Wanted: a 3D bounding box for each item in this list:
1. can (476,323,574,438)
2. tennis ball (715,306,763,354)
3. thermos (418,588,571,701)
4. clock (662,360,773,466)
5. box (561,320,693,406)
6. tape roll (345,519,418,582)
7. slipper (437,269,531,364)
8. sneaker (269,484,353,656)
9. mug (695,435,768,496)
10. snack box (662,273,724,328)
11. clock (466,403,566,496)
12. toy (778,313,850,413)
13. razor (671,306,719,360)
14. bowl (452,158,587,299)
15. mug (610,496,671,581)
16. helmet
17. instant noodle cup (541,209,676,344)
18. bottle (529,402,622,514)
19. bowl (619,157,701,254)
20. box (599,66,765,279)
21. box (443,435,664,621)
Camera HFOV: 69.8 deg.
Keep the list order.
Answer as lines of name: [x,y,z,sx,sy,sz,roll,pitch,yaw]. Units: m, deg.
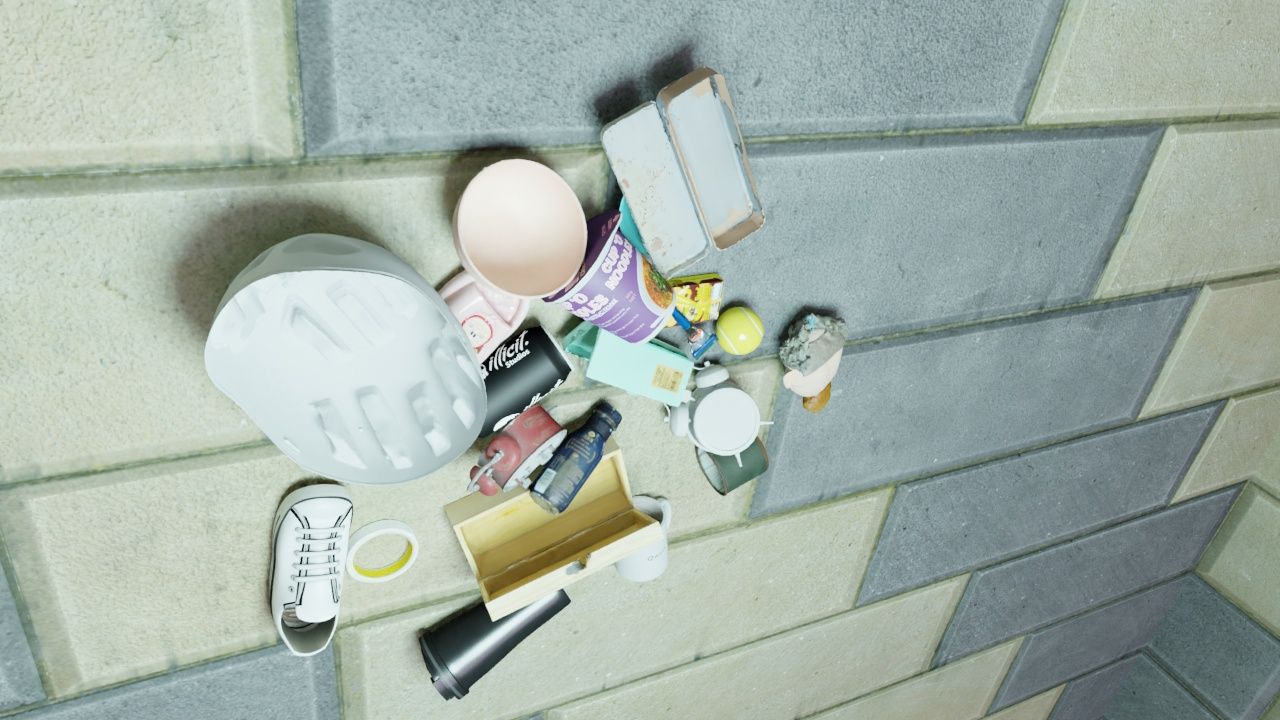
can: [-0.159,0.024,1.108,0.146,0.080,0.080,-35,133,-5]
tennis ball: [0.134,-0.040,1.247,0.065,0.065,0.065,-16,129,-21]
thermos: [-0.209,0.386,1.330,0.218,0.106,0.106,-34,133,-12]
clock: [0.100,0.070,1.297,0.159,0.061,0.120,37,89,-11]
box: [-0.004,0.010,1.165,0.078,0.079,0.188,-37,144,24]
tape roll: [-0.340,0.251,1.204,0.094,0.019,0.094,-16,129,-21]
slipper: [-0.216,-0.023,1.057,0.221,0.055,0.107,-40,135,2]
sneaker: [-0.402,0.267,1.125,0.091,0.097,0.246,3,121,-33]
mug: [0.137,0.152,1.384,0.081,0.085,0.111,-27,163,-14]
snack box: [0.036,-0.074,1.191,0.148,0.025,0.061,-10,126,-25]
clock: [-0.154,0.121,1.141,0.110,0.062,0.156,-51,170,35]
toy: [0.250,0.003,1.344,0.132,0.076,0.176,-34,133,-27]
razor: [0.052,-0.055,1.183,0.044,0.018,0.141,-43,130,1]
bowl: [-0.141,-0.136,0.991,0.152,0.076,0.153,3,85,-35]
mug: [0.009,0.258,1.386,0.119,0.083,0.096,-42,141,-40]
helmet: [-0.282,0.003,0.927,0.225,0.183,0.282,-35,108,17]
instant noodle cup: [-0.024,-0.088,1.056,0.122,0.121,0.137,36,118,-26]
bottle: [-0.082,0.127,1.211,0.160,0.056,0.056,-54,138,-24]
bowl: [0.020,-0.189,1.084,0.121,0.046,0.121,-16,129,-21]
box: [0.051,-0.204,1.037,0.150,0.043,0.216,-35,133,-9]
box: [-0.117,0.235,1.257,0.248,0.184,0.142,-24,152,-13]
